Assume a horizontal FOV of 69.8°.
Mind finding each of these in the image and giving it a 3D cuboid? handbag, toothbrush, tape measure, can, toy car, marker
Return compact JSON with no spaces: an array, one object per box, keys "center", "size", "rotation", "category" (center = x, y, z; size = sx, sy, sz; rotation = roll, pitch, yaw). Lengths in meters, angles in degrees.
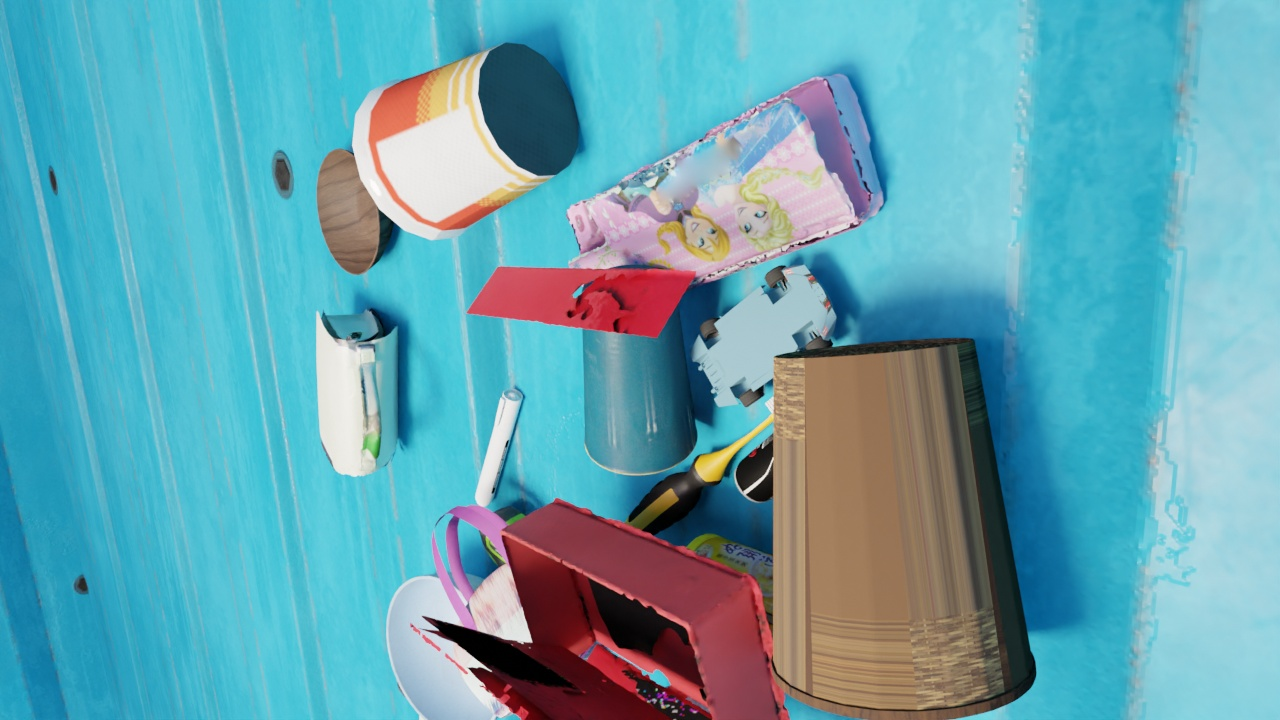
[{"center":[-0.114,0.193,0.757],"size":[0.145,0.068,0.170],"rotation":[-45,67,17],"category":"handbag"},{"center":[0.045,0.076,0.627],"size":[0.031,0.031,0.197],"rotation":[56,131,14],"category":"toothbrush"},{"center":[-0.111,0.159,0.811],"size":[0.066,0.035,0.059],"rotation":[28,130,34],"category":"tape measure"},{"center":[0.092,0.057,0.567],"size":[0.031,0.031,0.081],"rotation":[57,135,17],"category":"can"},{"center":[0.075,0.156,0.591],"size":[0.105,0.067,0.068],"rotation":[10,109,44],"category":"can"},{"center":[-0.265,0.040,0.893],"size":[0.176,0.074,0.151],"rotation":[36,126,57],"category":"handbag"},{"center":[0.080,-0.016,0.562],"size":[0.108,0.027,0.060],"rotation":[-40,72,40],"category":"toy car"},{"center":[-0.129,0.081,0.815],"size":[0.017,0.020,0.134],"rotation":[41,129,28],"category":"marker"}]

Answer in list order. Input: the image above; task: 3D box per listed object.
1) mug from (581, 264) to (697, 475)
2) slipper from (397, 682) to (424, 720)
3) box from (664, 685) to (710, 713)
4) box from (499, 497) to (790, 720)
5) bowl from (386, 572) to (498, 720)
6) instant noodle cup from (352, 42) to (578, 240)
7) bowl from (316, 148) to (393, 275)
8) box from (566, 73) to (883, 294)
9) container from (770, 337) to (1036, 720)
[{"center":[-0.004,0.003,0.597],"size":[0.078,0.078,0.121],"rotation":[27,135,38],"category":"mug"},{"center":[-0.215,0.354,0.962],"size":[0.111,0.063,0.264],"rotation":[28,123,38],"category":"slipper"},{"center":[0.050,0.284,0.667],"size":[0.103,0.101,0.108],"rotation":[-26,72,29],"category":"box"},{"center":[-0.033,0.311,0.582],"size":[0.213,0.127,0.425],"rotation":[11,89,52],"category":"box"},{"center":[-0.159,0.263,0.854],"size":[0.151,0.074,0.150],"rotation":[6,100,35],"category":"bowl"},{"center":[-0.121,-0.163,0.667],"size":[0.121,0.123,0.123],"rotation":[-11,94,40],"category":"instant noodle cup"},{"center":[-0.269,-0.144,0.884],"size":[0.119,0.032,0.119],"rotation":[16,114,43],"category":"bowl"},{"center":[0.032,-0.090,0.562],"size":[0.231,0.063,0.084],"rotation":[-17,90,47],"category":"box"},{"center":[0.127,0.077,0.475],"size":[0.132,0.132,0.167],"rotation":[-3,94,47],"category":"container"}]
